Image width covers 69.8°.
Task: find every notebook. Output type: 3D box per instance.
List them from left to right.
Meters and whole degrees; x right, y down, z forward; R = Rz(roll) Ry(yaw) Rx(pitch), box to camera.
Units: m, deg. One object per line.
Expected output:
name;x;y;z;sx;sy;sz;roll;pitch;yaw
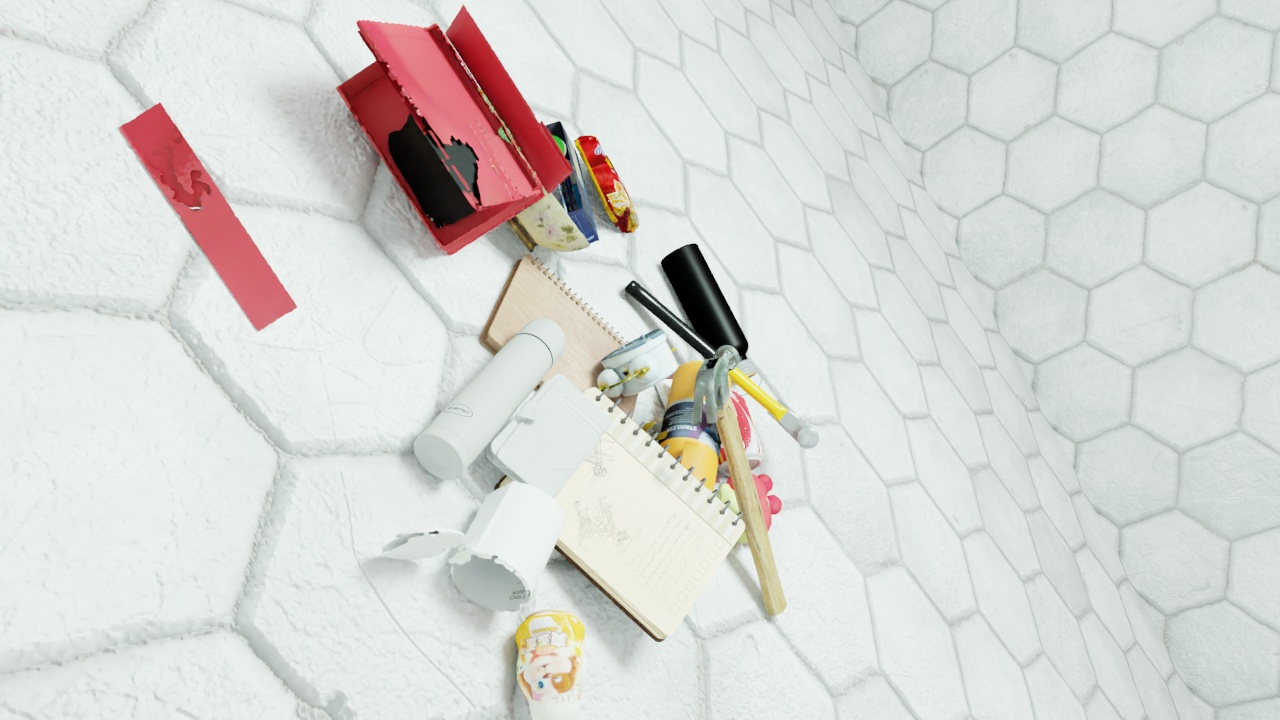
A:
notebook;-0.082;-0.012;1.076;0.210;0.022;0.168;43;36;-23
notebook;-0.013;0.147;0.932;0.225;0.024;0.167;43;58;-1

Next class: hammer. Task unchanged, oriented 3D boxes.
hammer;0.107;0.001;1.240;0.323;0.029;0.127;40;4;0
hammer;0.124;0.156;1.095;0.132;0.033;0.330;-47;123;-62

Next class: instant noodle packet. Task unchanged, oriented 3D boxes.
instant noodle packet;-0.045;-0.244;1.282;0.135;0.040;0.098;66;10;14

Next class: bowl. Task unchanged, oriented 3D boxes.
bowl;-0.127;-0.175;1.086;0.145;0.063;0.145;54;0;-1

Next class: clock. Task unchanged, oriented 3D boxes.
clock;-0.006;0.006;1.065;0.057;0.083;0.117;62;32;-7

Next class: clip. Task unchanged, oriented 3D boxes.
clip;0.006;0.096;1.087;0.044;0.054;0.049;21;71;-23

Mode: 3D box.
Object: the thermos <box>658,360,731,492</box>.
thermos;0.054;0.103;1.094;0.232;0.076;0.091;-75;148;-41

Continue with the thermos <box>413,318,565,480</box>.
thermos;-0.141;0.029;0.910;0.052;0.052;0.223;50;39;-12

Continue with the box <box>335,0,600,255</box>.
box;-0.067;-0.324;0.908;0.215;0.512;0.141;58;17;-2

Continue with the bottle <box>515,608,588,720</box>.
bottle;-0.076;0.275;0.800;0.063;0.063;0.109;25;45;-41

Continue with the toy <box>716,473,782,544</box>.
toy;0.139;0.185;1.182;0.134;0.045;0.091;-22;91;-52

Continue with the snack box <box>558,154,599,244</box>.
snack box;-0.091;-0.234;1.215;0.082;0.027;0.150;63;11;-62

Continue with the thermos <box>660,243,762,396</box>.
thermos;0.107;-0.055;1.329;0.061;0.061;0.231;-13;74;-56

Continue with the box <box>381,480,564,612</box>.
box;-0.143;0.152;0.803;0.143;0.083;0.137;50;33;-22

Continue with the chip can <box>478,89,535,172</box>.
chip can;-0.195;-0.287;1.108;0.223;0.076;0.075;25;45;-40

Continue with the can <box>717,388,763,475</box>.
can;0.119;0.094;1.214;0.064;0.064;0.104;16;49;-47

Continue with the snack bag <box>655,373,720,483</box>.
snack bag;0.058;0.087;1.188;0.057;0.013;0.157;1;63;-53

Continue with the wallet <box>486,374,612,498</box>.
wallet;-0.087;0.074;0.900;0.086;0.032;0.116;38;59;-6
